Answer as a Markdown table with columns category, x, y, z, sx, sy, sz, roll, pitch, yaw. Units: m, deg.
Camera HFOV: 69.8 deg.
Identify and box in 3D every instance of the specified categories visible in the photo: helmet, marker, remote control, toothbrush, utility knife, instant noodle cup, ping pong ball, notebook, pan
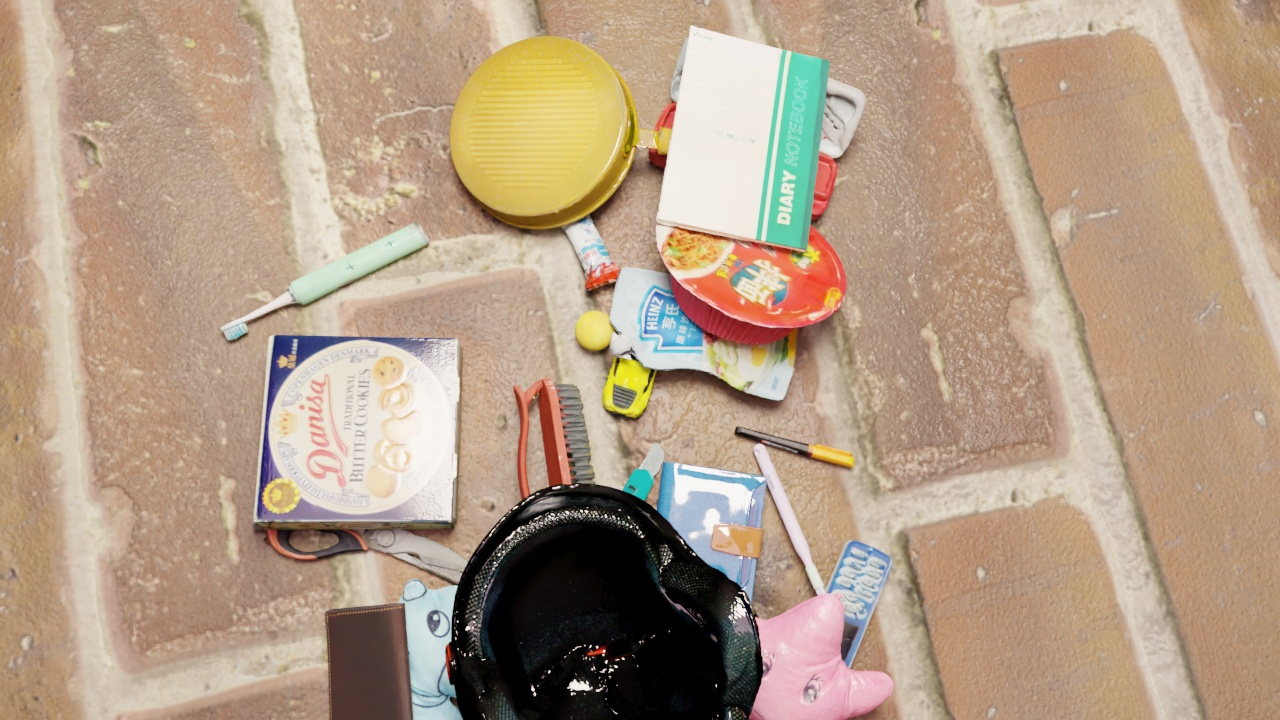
| category | x | y | z | sx | sy | sz | roll | pitch | yaw |
| --- | --- | --- | --- | --- | --- | --- | --- | --- | --- |
| helmet | -0.042 | 0.244 | 0.767 | 0.233 | 0.231 | 0.274 | -19 | 79 | -22 |
| marker | 0.155 | 0.085 | 0.923 | 0.124 | 0.018 | 0.015 | 15 | 77 | 1 |
| remote control | 0.199 | 0.238 | 0.888 | 0.049 | 0.024 | 0.124 | 26 | 81 | 2 |
| toothbrush | 0.149 | 0.168 | 0.892 | 0.029 | 0.021 | 0.189 | -33 | 67 | 29 |
| utility knife | -0.024 | 0.160 | 0.897 | 0.029 | 0.013 | 0.179 | 29 | 77 | 2 |
| instant noodle cup | 0.101 | -0.084 | 0.907 | 0.193 | 0.066 | 0.193 | 10 | 47 | -11 |
| ping pong ball | -0.046 | -0.030 | 0.925 | 0.040 | 0.040 | 0.040 | 1 | 77 | -4 |
| notebook | 0.104 | -0.218 | 0.902 | 0.150 | 0.012 | 0.209 | 11 | 77 | -7 |
| pan | -0.021 | -0.225 | 0.935 | 0.358 | 0.078 | 0.197 | 5 | 84 | 15 |
| toothbrush | -0.318 | -0.081 | 0.927 | 0.224 | 0.026 | 0.027 | -28 | 102 | -9 |

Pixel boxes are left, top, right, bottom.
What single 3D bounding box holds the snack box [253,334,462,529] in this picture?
| category | x | y | z | sx | sy | sz | roll | pitch | yaw |
| --- | --- | --- | --- | --- | --- | --- | --- | --- | --- |
| snack box | -0.265 | 0.069 | 0.877 | 0.182 | 0.046 | 0.177 | 1 | 73 | -8 |

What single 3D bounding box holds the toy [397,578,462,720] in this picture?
| category | x | y | z | sx | sy | sz | roll | pitch | yaw |
| --- | --- | --- | --- | --- | --- | --- | --- | --- | --- |
| toy | -0.178 | 0.281 | 0.842 | 0.161 | 0.050 | 0.156 | 42 | 85 | 7 |

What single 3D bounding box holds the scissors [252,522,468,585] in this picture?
| category | x | y | z | sx | sy | sz | roll | pitch | yaw |
| --- | --- | --- | --- | --- | --- | --- | --- | --- | --- |
| scissors | -0.264 | 0.177 | 0.878 | 0.191 | 0.015 | 0.207 | -28 | 80 | -11 |

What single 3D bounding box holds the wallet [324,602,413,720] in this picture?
| category | x | y | z | sx | sy | sz | roll | pitch | yaw |
| --- | --- | --- | --- | --- | --- | --- | --- | --- | --- |
| wallet | -0.247 | 0.285 | 0.832 | 0.096 | 0.020 | 0.122 | -13 | 77 | 27 |

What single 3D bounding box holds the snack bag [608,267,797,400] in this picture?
| category | x | y | z | sx | sy | sz | roll | pitch | yaw |
| --- | --- | --- | --- | --- | --- | --- | --- | --- | --- |
| snack bag | 0.061 | -0.029 | 0.920 | 0.191 | 0.039 | 0.110 | 15 | 69 | -6 |

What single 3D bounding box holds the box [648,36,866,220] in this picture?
| category | x | y | z | sx | sy | sz | roll | pitch | yaw |
| --- | --- | --- | --- | --- | --- | --- | --- | --- | --- |
| box | 0.120 | -0.245 | 0.971 | 0.201 | 0.073 | 0.155 | 20 | 99 | 2 |

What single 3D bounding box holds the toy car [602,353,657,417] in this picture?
| category | x | y | z | sx | sy | sz | roll | pitch | yaw |
| --- | --- | --- | --- | --- | --- | --- | --- | --- | --- |
| toy car | -0.006 | 0.005 | 0.925 | 0.048 | 0.032 | 0.105 | 17 | 75 | 1 |

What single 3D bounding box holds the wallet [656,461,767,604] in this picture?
| category | x | y | z | sx | sy | sz | roll | pitch | yaw |
| --- | --- | --- | --- | --- | --- | --- | --- | --- | --- |
| wallet | 0.064 | 0.170 | 0.890 | 0.106 | 0.040 | 0.133 | 9 | 78 | 3 |

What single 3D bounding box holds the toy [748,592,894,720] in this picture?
| category | x | y | z | sx | sy | sz | roll | pitch | yaw |
| --- | --- | --- | --- | --- | --- | --- | --- | --- | --- |
| toy | 0.128 | 0.278 | 0.839 | 0.194 | 0.074 | 0.179 | 29 | 102 | 6 |

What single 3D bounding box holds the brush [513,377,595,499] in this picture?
| category | x | y | z | sx | sy | sz | roll | pitch | yaw |
| --- | --- | --- | --- | --- | --- | --- | --- | --- | --- |
| brush | -0.085 | 0.088 | 0.884 | 0.069 | 0.063 | 0.145 | -5 | 76 | -18 |

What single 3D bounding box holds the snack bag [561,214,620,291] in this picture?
| category | x | y | z | sx | sy | sz | roll | pitch | yaw |
| --- | --- | --- | --- | --- | --- | --- | --- | --- | --- |
| snack bag | -0.055 | -0.121 | 0.953 | 0.048 | 0.026 | 0.104 | -19 | 79 | -17 |
